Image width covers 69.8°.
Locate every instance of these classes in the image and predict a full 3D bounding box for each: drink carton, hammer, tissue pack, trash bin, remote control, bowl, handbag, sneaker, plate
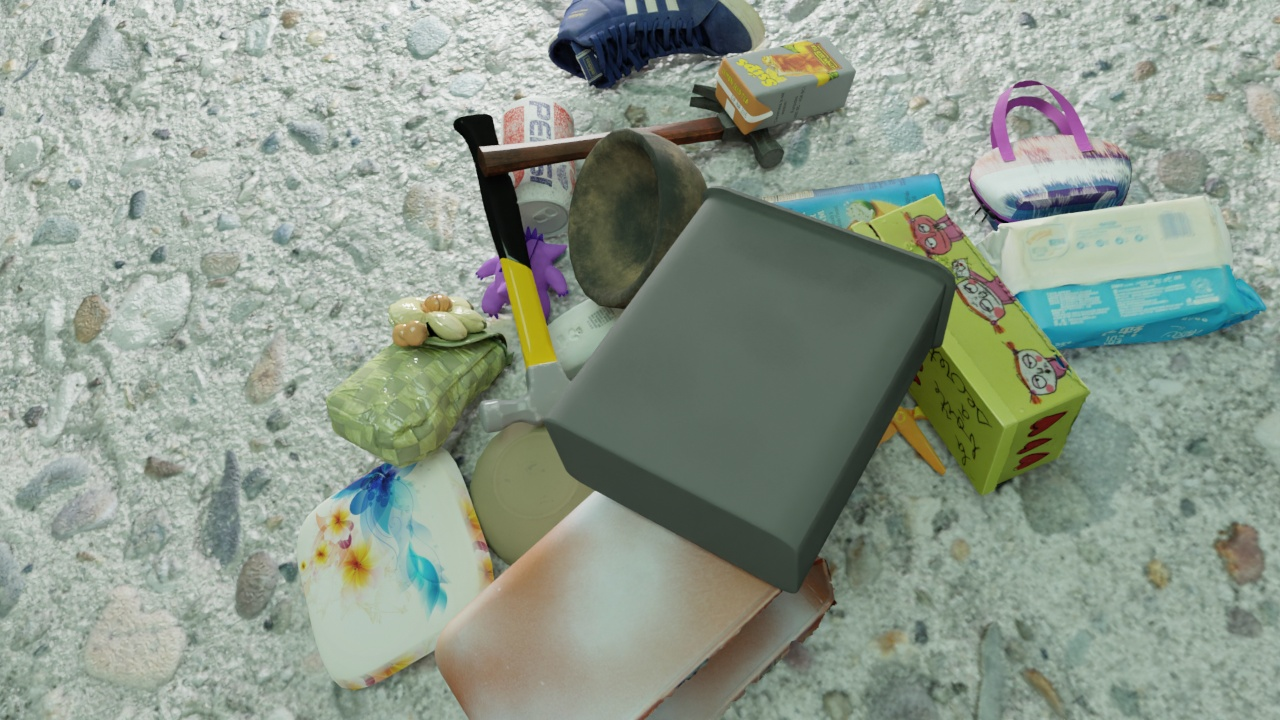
[{"bbox_3d":[0.146,-0.282,0.936,0.124,0.049,0.076,-19,60,-18],"label":"drink carton"},{"bbox_3d":[-0.013,-0.219,0.915,0.300,0.028,0.111,-13,57,-19],"label":"hammer"},{"bbox_3d":[0.403,-0.071,0.780,0.209,0.066,0.117,-9,70,8],"label":"tissue pack"},{"bbox_3d":[0.075,0.011,0.623,0.192,0.098,0.219,25,64,23],"label":"trash bin"},{"bbox_3d":[-0.048,-0.028,0.893,0.114,0.028,0.060,-34,61,-4],"label":"remote control"},{"bbox_3d":[-0.086,0.111,0.822,0.152,0.050,0.152,-5,64,11],"label":"bowl"},{"bbox_3d":[-0.204,0.005,0.848,0.113,0.117,0.185,15,38,16],"label":"handbag"},{"bbox_3d":[-0.119,-0.095,0.866,0.127,0.029,0.323,-11,71,-17],"label":"hammer"},{"bbox_3d":[0.374,-0.193,0.859,0.145,0.068,0.169,-5,57,10],"label":"handbag"},{"bbox_3d":[-0.001,0.199,0.689,0.259,0.181,0.157,-41,61,-7],"label":"trash bin"},{"bbox_3d":[0.003,-0.127,0.843,0.070,0.163,0.162,2,55,-35],"label":"bowl"},{"bbox_3d":[0.004,-0.348,0.999,0.233,0.091,0.118,24,68,23],"label":"sneaker"},{"bbox_3d":[-0.228,0.179,0.823,0.187,0.016,0.187,-32,60,9],"label":"plate"}]

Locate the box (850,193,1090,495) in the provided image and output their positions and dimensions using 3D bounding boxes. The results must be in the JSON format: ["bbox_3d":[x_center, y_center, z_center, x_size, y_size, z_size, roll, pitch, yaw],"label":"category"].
[{"bbox_3d":[0.257,-0.015,0.751,0.082,0.124,0.220,-22,58,-2],"label":"box"}]

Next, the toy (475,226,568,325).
[{"bbox_3d":[-0.119,-0.088,0.923,0.106,0.056,0.088,13,70,19],"label":"toy"}]

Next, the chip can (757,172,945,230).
[{"bbox_3d":[0.163,-0.126,0.863,0.230,0.080,0.079,-6,64,10],"label":"chip can"}]

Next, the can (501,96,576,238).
[{"bbox_3d":[-0.107,-0.203,0.964,0.078,0.078,0.136,-9,63,9],"label":"can"}]

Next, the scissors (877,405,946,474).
[{"bbox_3d":[0.226,0.048,0.801,0.125,0.011,0.129,-37,60,-7],"label":"scissors"}]
